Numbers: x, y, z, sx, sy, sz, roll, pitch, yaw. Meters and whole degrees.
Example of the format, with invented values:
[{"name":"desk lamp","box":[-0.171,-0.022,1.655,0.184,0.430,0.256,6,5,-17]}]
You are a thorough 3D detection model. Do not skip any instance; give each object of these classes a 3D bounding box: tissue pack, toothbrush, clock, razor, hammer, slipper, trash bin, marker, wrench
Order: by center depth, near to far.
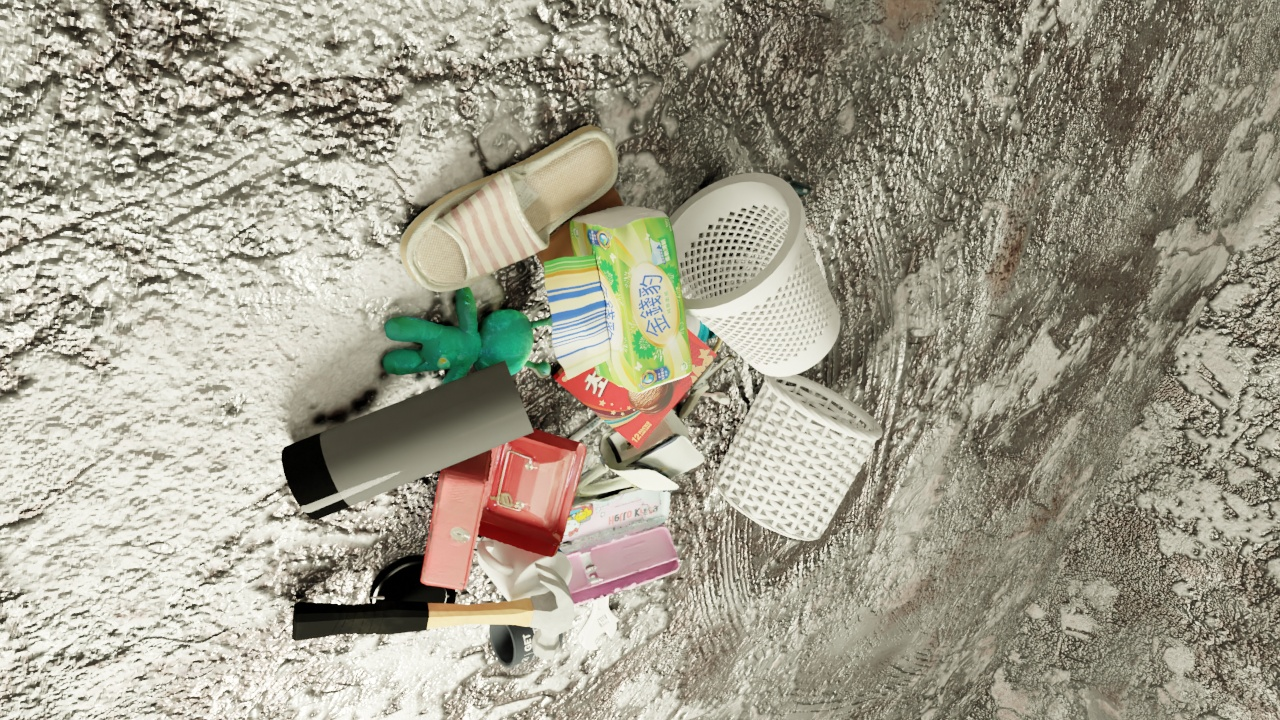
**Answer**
[{"name":"slipper","box":[-0.126,-0.157,0.955,0.262,0.052,0.115,-35,137,-19]},{"name":"tissue pack","box":[-0.037,-0.061,1.011,0.141,0.120,0.198,-19,106,-26]},{"name":"hammer","box":[-0.239,0.303,1.091,0.327,0.039,0.131,4,118,-22]},{"name":"trash bin","box":[0.144,-0.087,1.119,0.195,0.195,0.199,-49,133,-4]},{"name":"clock","box":[-0.273,0.285,1.135,0.120,0.042,0.091,-21,130,-30]},{"name":"razor","box":[0.162,-0.183,1.198,0.143,0.047,0.052,-46,114,-3]},{"name":"marker","box":[-0.062,0.084,1.207,0.152,0.011,0.011,-37,136,-16]},{"name":"clock","box":[0.058,-0.035,1.209,0.129,0.044,0.099,33,94,-41]},{"name":"toothbrush","box":[0.063,0.045,1.285,0.181,0.018,0.016,11,109,-44]},{"name":"wrench","box":[-0.057,0.331,1.377,0.066,0.018,0.274,-17,126,-32]}]

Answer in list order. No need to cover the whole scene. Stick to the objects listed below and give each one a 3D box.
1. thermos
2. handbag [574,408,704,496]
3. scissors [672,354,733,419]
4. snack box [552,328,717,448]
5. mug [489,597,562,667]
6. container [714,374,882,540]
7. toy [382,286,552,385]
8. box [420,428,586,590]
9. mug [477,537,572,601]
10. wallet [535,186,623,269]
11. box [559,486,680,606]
[{"name":"thermos","box":[-0.238,0.082,0.951,0.240,0.082,0.082,-22,132,-8]},{"name":"handbag","box":[-0.009,0.144,1.230,0.176,0.074,0.151,-30,154,5]},{"name":"scissors","box":[0.059,0.050,1.227,0.185,0.015,0.179,-30,162,8]},{"name":"snack box","box":[-0.007,0.007,1.131,0.132,0.036,0.152,41,87,-13]},{"name":"mug","box":[-0.161,0.364,1.278,0.077,0.071,0.105,-9,96,-38]},{"name":"container","box":[0.232,0.139,1.370,0.189,0.189,0.187,10,111,-45]},{"name":"toy","box":[-0.181,-0.014,0.996,0.193,0.072,0.131,-3,120,-30]},{"name":"box","box":[-0.172,0.170,1.059,0.169,0.156,0.157,-54,159,-65]},{"name":"mug","box":[-0.160,0.260,1.182,0.121,0.090,0.091,25,99,-47]},{"name":"wallet","box":[-0.060,-0.132,1.058,0.120,0.013,0.087,-40,132,-13]},{"name":"box","box":[-0.044,0.259,1.302,0.201,0.067,0.153,-12,95,-26]}]
